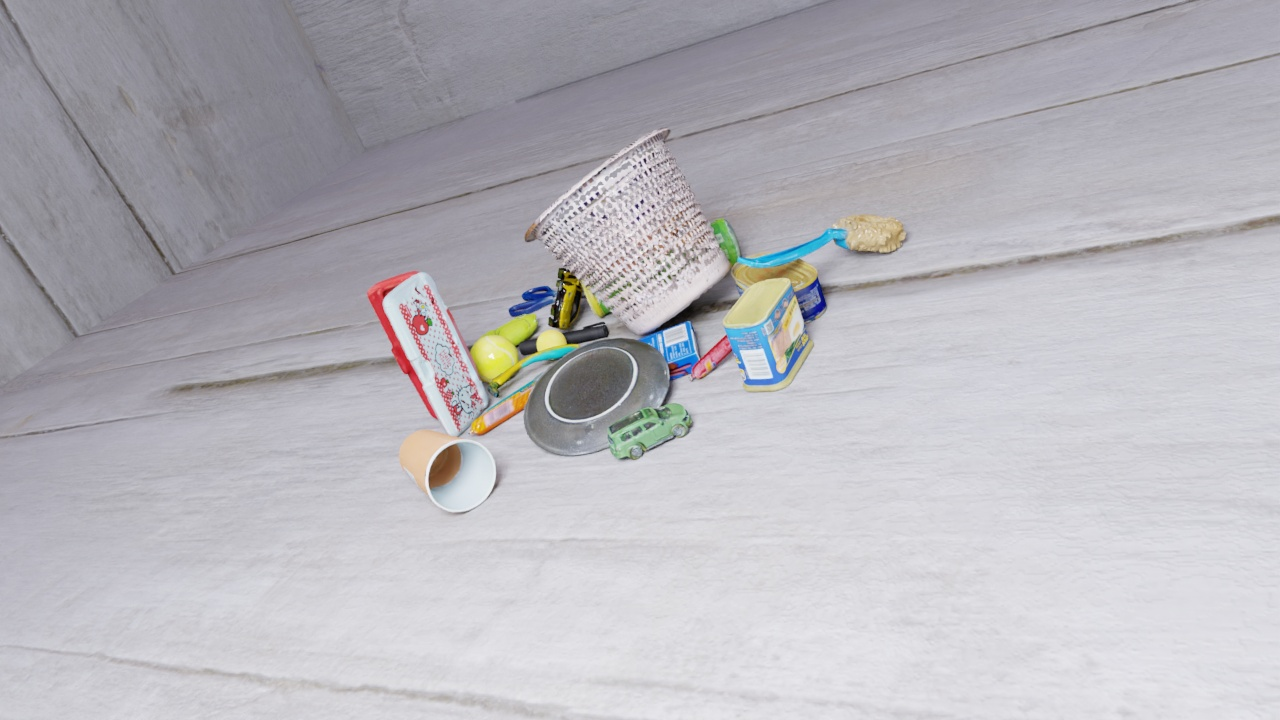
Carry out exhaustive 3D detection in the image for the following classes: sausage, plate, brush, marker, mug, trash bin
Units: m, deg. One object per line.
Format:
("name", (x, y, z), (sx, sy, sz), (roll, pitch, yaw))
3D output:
("sausage", (0.111, -0.032, 1.037), (0.156, 0.020, 0.020), (-45, 26, 3))
("sausage", (-0.143, 0.046, 1.138), (0.165, 0.021, 0.021), (-33, 27, -21))
("plate", (-0.054, 0.032, 1.040), (0.180, 0.024, 0.179), (-14, 42, 13))
("brush", (0.217, -0.138, 1.097), (0.254, 0.046, 0.083), (-18, 30, -33))
("marker", (-0.106, -0.030, 1.254), (0.132, 0.022, 0.020), (-12, -9, 22))
("mug", (-0.220, 0.116, 1.014), (0.078, 0.078, 0.123), (-35, 23, -24))
("trash bin", (0.000, -0.147, 1.151), (0.227, 0.192, 0.227), (-37, 3, 2))

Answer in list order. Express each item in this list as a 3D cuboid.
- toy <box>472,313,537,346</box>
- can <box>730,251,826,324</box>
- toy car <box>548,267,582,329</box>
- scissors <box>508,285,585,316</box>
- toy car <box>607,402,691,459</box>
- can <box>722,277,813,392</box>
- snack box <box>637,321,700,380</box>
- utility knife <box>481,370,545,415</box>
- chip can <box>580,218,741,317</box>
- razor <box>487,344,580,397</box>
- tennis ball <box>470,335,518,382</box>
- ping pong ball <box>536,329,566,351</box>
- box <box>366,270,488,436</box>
("toy", (-0.193, -0.036, 1.327), (0.100, 0.031, 0.096), (-15, 26, 25))
("can", (0.166, -0.088, 1.111), (0.074, 0.049, 0.148), (-30, 26, -13))
("toy car", (-0.105, -0.085, 1.294), (0.041, 0.071, 0.155), (11, 14, -4))
("scissors", (-0.125, -0.104, 1.425), (0.171, 0.012, 0.141), (-22, 26, 0))
("toy car", (0.008, 0.070, 0.954), (0.091, 0.036, 0.043), (-22, 24, -8))
("can", (0.136, -0.029, 0.982), (0.057, 0.083, 0.101), (-3, 32, 36))
("snack box", (-0.007, 0.006, 1.096), (0.157, 0.026, 0.084), (-20, 27, 8))
("utility knife", (-0.140, 0.033, 1.170), (0.164, 0.013, 0.029), (-34, 22, -22))
("chip can", (0.030, -0.129, 1.277), (0.221, 0.072, 0.072), (-20, 26, 6))
("razor", (-0.138, 0.007, 1.189), (0.132, 0.028, 0.043), (-28, -6, -12))
("tennis ball", (-0.195, -0.002, 1.222), (0.065, 0.065, 0.065), (-18, 26, 9))
("ping pong ball", (-0.119, -0.021, 1.226), (0.040, 0.040, 0.040), (-18, 26, 9))
("box", (-0.260, -0.003, 1.120), (0.095, 0.201, 0.098), (-17, 26, 9))
